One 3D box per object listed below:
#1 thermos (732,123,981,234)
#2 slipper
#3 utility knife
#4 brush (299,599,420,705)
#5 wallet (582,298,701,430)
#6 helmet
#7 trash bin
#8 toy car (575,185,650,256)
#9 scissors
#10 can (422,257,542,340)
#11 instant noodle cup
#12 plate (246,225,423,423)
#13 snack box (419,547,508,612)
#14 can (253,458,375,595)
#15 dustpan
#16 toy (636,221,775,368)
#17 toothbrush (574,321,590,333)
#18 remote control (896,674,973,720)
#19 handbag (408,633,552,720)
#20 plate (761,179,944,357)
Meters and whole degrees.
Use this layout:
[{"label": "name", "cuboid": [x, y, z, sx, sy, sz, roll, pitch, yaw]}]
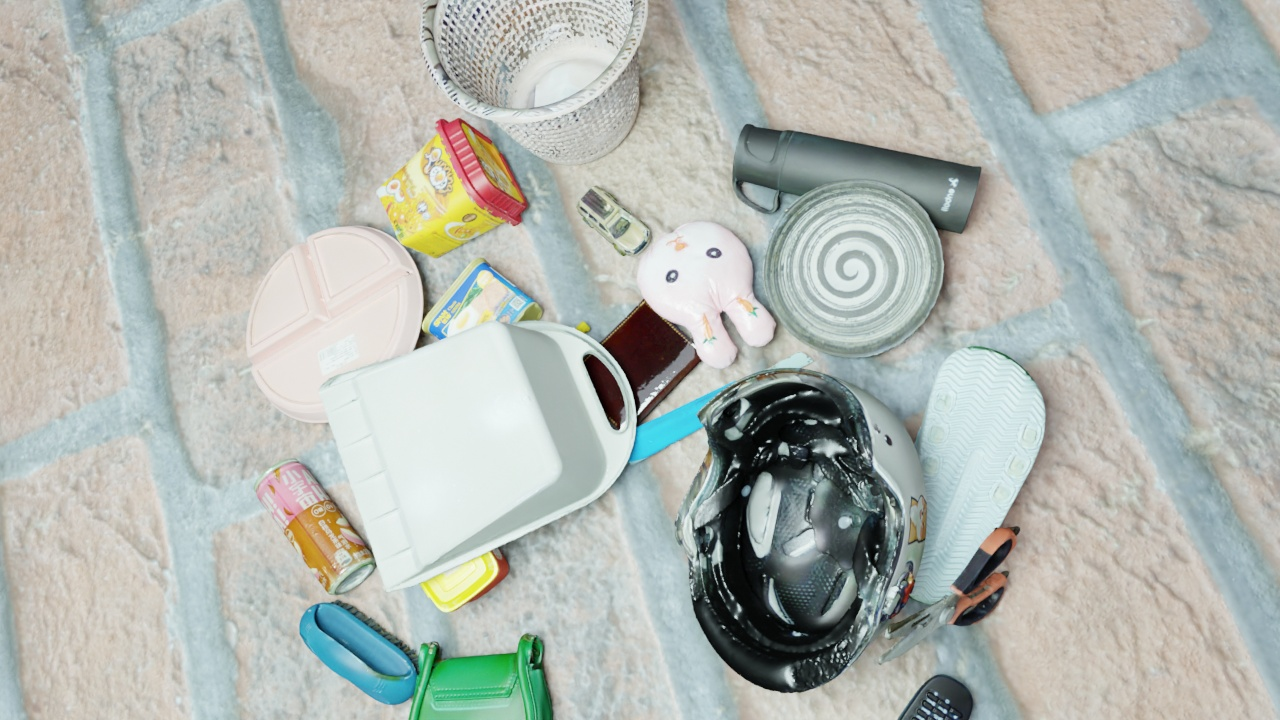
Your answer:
[{"label": "thermos", "cuboid": [0.218, -0.181, 0.953, 0.243, 0.068, 0.090, 15, 112, 15]}, {"label": "slipper", "cuboid": [0.300, 0.109, 0.862, 0.104, 0.074, 0.245, 19, 97, 12]}, {"label": "utility knife", "cuboid": [0.078, 0.045, 0.940, 0.216, 0.018, 0.034, -27, 107, 1]}, {"label": "brush", "cuboid": [-0.285, 0.293, 0.918, 0.144, 0.073, 0.055, 30, 90, 15]}, {"label": "wallet", "cuboid": [-0.006, 0.006, 0.965, 0.122, 0.020, 0.096, -45, 70, -2]}, {"label": "helmet", "cuboid": [0.160, 0.142, 0.825, 0.230, 0.156, 0.274, 7, 96, 46]}, {"label": "trash bin", "cuboid": [-0.090, -0.312, 0.963, 0.228, 0.192, 0.227, -2, 77, 9]}, {"label": "toy car", "cuboid": [-0.029, -0.152, 0.999, 0.090, 0.035, 0.042, 43, 88, 14]}, {"label": "scissors", "cuboid": [0.269, 0.198, 0.780, 0.015, 0.202, 0.204, 29, 77, 39]}, {"label": "can", "cuboid": [-0.168, -0.045, 0.987, 0.083, 0.057, 0.102, 38, 86, 13]}, {"label": "instant noodle cup", "cuboid": [-0.209, -0.181, 1.003, 0.124, 0.116, 0.116, -31, 74, 13]}, {"label": "plate", "cuboid": [-0.344, -0.045, 1.011, 0.230, 0.028, 0.229, -6, 73, 19]}, {"label": "snack box", "cuboid": [-0.179, 0.196, 0.919, 0.082, 0.080, 0.091, -38, 73, 0]}, {"label": "can", "cuboid": [-0.342, 0.174, 0.964, 0.058, 0.058, 0.147, -43, 74, -2]}, {"label": "dustpan", "cuboid": [-0.144, 0.073, 0.911, 0.258, 0.142, 0.222, -28, 74, 15]}, {"label": "toy", "cuboid": [0.070, -0.072, 0.950, 0.121, 0.054, 0.159, -31, 74, -10]}, {"label": "toothbrush", "cuboid": [-0.120, 0.033, 0.981, 0.016, 0.016, 0.190, 42, 87, 12]}, {"label": "remote control", "cuboid": [0.253, 0.349, 0.835, 0.053, 0.024, 0.136, 33, 86, 14]}, {"label": "handbag", "cuboid": [-0.156, 0.330, 0.889, 0.131, 0.068, 0.120, -8, 75, 8]}, {"label": "plate", "cuboid": [0.213, -0.093, 0.928, 0.180, 0.024, 0.179, 2, 97, 19]}]
